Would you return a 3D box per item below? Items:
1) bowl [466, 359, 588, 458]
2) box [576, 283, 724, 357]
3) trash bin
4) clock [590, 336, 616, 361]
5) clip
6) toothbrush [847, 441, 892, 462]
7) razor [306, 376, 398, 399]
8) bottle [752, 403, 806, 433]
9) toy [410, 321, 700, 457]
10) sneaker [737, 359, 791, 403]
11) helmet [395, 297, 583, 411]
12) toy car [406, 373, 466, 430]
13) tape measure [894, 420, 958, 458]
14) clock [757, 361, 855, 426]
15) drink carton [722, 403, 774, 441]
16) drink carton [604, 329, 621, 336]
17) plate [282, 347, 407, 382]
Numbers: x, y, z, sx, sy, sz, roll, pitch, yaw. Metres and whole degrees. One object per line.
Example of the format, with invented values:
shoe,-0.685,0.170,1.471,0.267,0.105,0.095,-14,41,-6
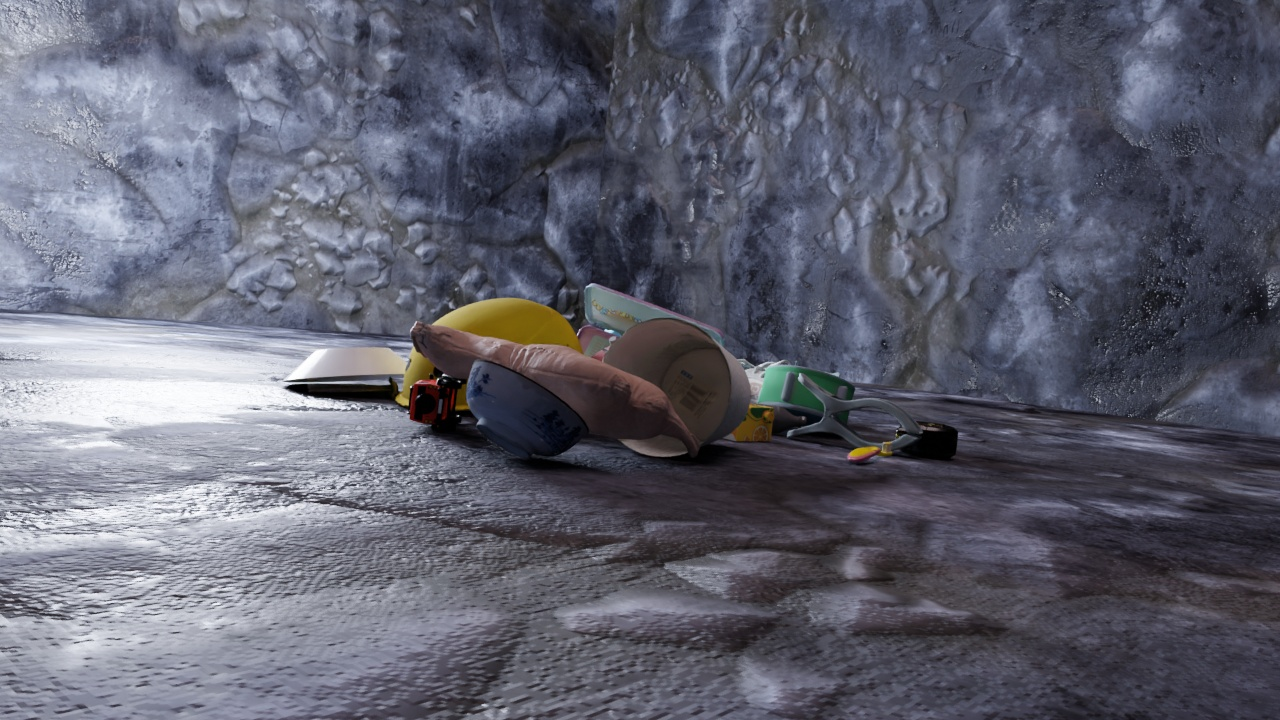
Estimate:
bowl,-0.103,0.050,0.768,0.114,0.045,0.114,28,-19,10
box,0.007,-0.016,1.270,0.214,0.140,0.062,21,14,19
trash bin,0.046,0.031,0.939,0.133,0.133,0.161,7,-2,19
clock,-0.007,0.007,1.142,0.117,0.081,0.158,-11,20,15
clip,0.252,0.080,1.103,0.162,0.090,0.027,23,10,28
toothbrush,0.255,0.101,1.009,0.021,0.016,0.135,9,3,31
razor,-0.352,0.034,1.122,0.105,0.026,0.042,1,5,-20
bottle,0.157,0.074,1.176,0.110,0.036,0.036,6,2,4
toy,-0.088,0.026,0.855,0.265,0.065,0.196,8,-24,42
sneaker,0.195,0.041,1.437,0.243,0.091,0.089,9,3,44
helmet,-0.179,-0.009,1.132,0.209,0.139,0.239,8,4,44
toy car,-0.205,0.040,0.926,0.049,0.051,0.100,8,2,-6
tape measure,0.345,0.094,1.107,0.072,0.042,0.071,10,0,25
clock,0.222,0.052,1.255,0.122,0.075,0.162,15,-12,1
drink carton,0.100,0.069,1.107,0.058,0.041,0.123,4,2,-40
drink carton,-0.074,0.006,1.337,0.038,0.128,0.044,50,-16,-21
plate,-0.371,0.005,1.185,0.174,0.036,0.174,-3,-3,0
